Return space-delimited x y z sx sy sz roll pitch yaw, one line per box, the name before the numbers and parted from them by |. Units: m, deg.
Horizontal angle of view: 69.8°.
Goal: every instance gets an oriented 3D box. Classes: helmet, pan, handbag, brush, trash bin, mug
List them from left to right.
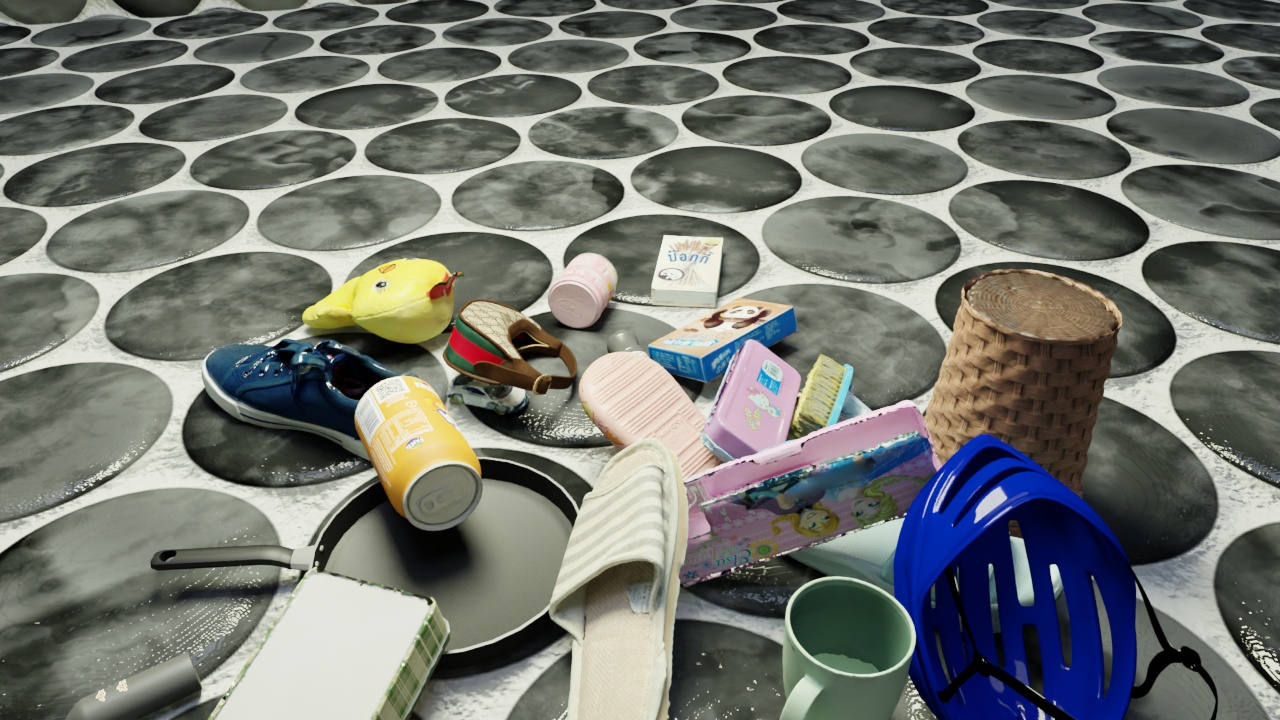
pan | -0.224 0.166 0.769 0.356 0.034 0.225 -3 34 -2
handbag | -0.134 -0.010 0.980 0.138 0.063 0.166 21 13 -3
mug | 0.127 0.220 0.616 0.084 0.104 0.111 25 41 33
brush | 0.196 0.049 0.917 0.075 0.056 0.135 29 39 4
trash bin | 0.318 0.037 0.789 0.151 0.210 0.151 0 34 0
helmet | 0.255 0.161 0.580 0.148 0.241 0.228 0 -10 -3

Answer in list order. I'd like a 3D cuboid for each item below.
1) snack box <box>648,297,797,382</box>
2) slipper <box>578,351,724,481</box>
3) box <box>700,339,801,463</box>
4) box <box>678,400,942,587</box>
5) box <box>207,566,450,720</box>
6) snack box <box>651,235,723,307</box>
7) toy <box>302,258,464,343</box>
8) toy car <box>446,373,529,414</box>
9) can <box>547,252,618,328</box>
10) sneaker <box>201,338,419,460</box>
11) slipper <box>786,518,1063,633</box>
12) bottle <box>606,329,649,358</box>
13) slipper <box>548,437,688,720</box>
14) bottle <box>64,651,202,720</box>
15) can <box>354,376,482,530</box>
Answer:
snack box | 0.093 -0.025 1.026 0.151 0.034 0.087 -28 26 -33
slipper | 0.015 0.082 0.857 0.093 0.082 0.197 -31 68 -35
box | 0.108 0.045 0.884 0.076 0.036 0.213 36 26 -1
box | 0.119 0.109 0.715 0.231 0.084 0.076 -21 -3 13
box | -0.222 0.242 0.614 0.118 0.050 0.204 7 45 17
snack box | 0.063 -0.118 1.189 0.082 0.026 0.149 4 34 7
toy | -0.300 -0.067 1.076 0.208 0.092 0.133 2 27 22
toy car | -0.162 0.032 0.972 0.090 0.027 0.038 11 34 17
can | -0.069 -0.084 1.107 0.067 0.067 0.076 9 35 14
sneaker | -0.339 0.010 0.927 0.295 0.127 0.120 14 35 24
slipper | 0.217 0.145 0.753 0.246 0.074 0.103 15 38 25
bottle | -0.006 0.006 0.998 0.036 0.036 0.110 -12 35 -15
slipper | -0.017 0.172 0.674 0.115 0.054 0.272 -32 37 36
bottle | -0.377 0.248 0.655 0.112 0.030 0.030 -21 39 -27
can | -0.194 0.078 0.799 0.079 0.079 0.142 -18 36 -23
